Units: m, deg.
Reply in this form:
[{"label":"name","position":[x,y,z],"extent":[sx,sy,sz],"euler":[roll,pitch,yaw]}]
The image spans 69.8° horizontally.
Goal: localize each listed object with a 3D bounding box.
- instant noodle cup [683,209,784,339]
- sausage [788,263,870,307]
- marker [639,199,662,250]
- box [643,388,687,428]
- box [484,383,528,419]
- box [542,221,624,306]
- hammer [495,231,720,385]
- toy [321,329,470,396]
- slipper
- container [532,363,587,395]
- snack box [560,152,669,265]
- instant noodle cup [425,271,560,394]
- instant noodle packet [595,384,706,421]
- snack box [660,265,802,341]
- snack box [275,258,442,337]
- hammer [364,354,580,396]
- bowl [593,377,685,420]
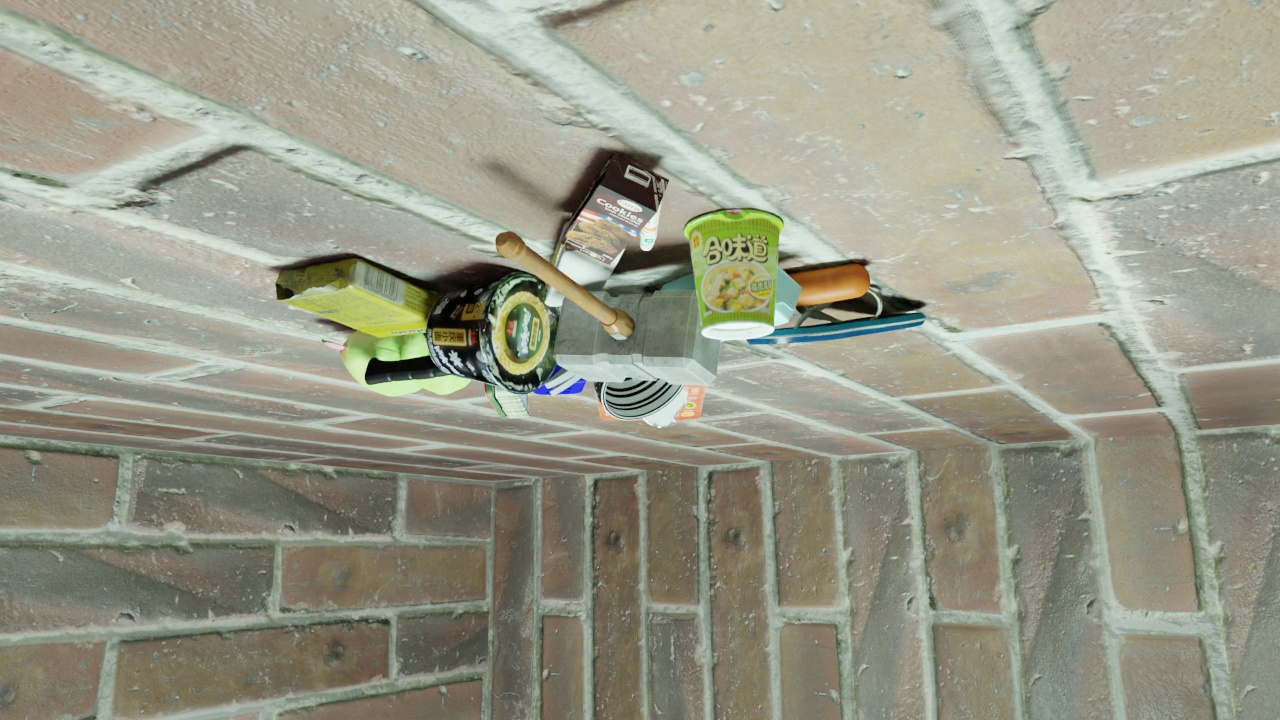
[{"label":"instant noodle cup","position":[0.093,-0.079,0.895],"extent":[0.099,0.108,0.099],"euler":[-1,169,0]},{"label":"sausage","position":[0.179,-0.081,1.049],"extent":[0.165,0.039,0.044],"euler":[-7,-175,30]},{"label":"marker","position":[0.009,-0.133,0.856],"extent":[0.017,0.017,0.145],"euler":[0,168,-2]},{"label":"box","position":[-0.012,0.016,1.228],"extent":[0.156,0.084,0.126],"euler":[40,169,26]},{"label":"box","position":[-0.190,0.014,1.298],"extent":[0.051,0.117,0.206],"euler":[-2,170,-2]},{"label":"box","position":[-0.064,-0.097,0.975],"extent":[0.064,0.037,0.210],"euler":[0,168,-12]},{"label":"hammer","position":[-0.050,-0.056,0.889],"extent":[0.163,0.082,0.317],"euler":[2,165,26]},{"label":"toy","position":[-0.323,0.002,1.281],"extent":[0.197,0.107,0.150],"euler":[-10,169,3]},{"label":"slipper","position":[0.240,-0.056,1.137],"extent":[0.294,0.060,0.118],"euler":[-8,180,-37]},{"label":"container","position":[-0.117,0.001,1.316],"extent":[0.085,0.084,0.114],"euler":[0,169,-8]},{"label":"snack box","position":[-0.026,-0.128,0.801],"extent":[0.051,0.031,0.141],"euler":[24,162,-12]},{"label":"instant noodle cup","position":[-0.176,-0.030,1.071],"extent":[0.112,0.137,0.137],"euler":[1,171,35]},{"label":"instant noodle packet","position":[0.016,0.045,1.373],"extent":[0.164,0.083,0.221],"euler":[-1,150,0]},{"label":"snack box","position":[0.092,-0.065,1.030],"extent":[0.075,0.053,0.175],"euler":[37,152,-24]},{"label":"snack box","position":[-0.316,-0.072,1.065],"extent":[0.121,0.045,0.180],"euler":[-5,164,27]},{"label":"hammer","position":[-0.203,-0.002,1.157],"extent":[0.324,0.126,0.029],"euler":[-8,143,16]},{"label":"bowl","position":[-0.007,0.007,1.122],"extent":[0.120,0.066,0.120],"euler":[-18,136,-19]}]
